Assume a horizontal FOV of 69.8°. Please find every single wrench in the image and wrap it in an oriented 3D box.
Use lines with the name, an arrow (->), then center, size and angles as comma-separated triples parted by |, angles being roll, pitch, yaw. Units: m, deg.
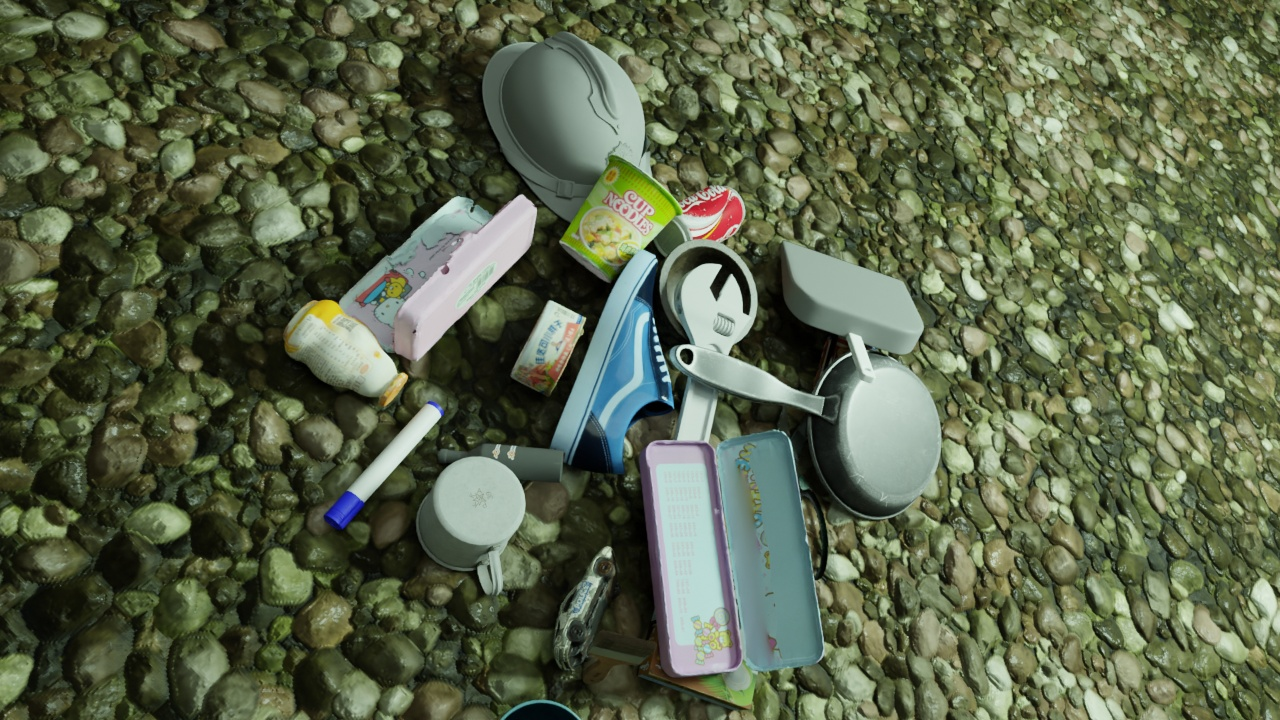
wrench -> 0.053, 0.028, 0.936 | 0.086, 0.018, 0.272 | 22, 71, -21

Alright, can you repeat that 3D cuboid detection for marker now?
marker -> -0.224, 0.091, 0.812 | 0.020, 0.020, 0.141 | 38, 55, -2

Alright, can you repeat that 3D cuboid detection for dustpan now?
dustpan -> 0.240, -0.051, 1.033 | 0.163, 0.033, 0.257 | 18, 27, -6

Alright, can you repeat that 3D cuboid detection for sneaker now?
sneaker -> -0.006, 0.006, 0.915 | 0.098, 0.084, 0.240 | 20, 65, 0

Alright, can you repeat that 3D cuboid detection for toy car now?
toy car -> -0.050, 0.217, 0.810 | 0.040, 0.048, 0.112 | 13, 52, 19

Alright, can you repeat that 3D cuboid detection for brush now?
brush -> -0.027, 0.245, 0.743 | 0.045, 0.143, 0.008 | 15, 57, -7

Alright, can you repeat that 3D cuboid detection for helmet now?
helmet -> -0.062, -0.284, 1.030 | 0.183, 0.118, 0.271 | -23, 77, -32

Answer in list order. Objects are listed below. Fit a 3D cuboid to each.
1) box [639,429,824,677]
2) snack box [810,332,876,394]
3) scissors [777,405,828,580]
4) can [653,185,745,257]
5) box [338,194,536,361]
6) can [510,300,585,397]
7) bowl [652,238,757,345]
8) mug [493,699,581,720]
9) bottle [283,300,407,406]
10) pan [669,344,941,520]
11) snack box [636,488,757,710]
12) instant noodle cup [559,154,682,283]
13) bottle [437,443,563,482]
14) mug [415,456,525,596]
box -> 0.081, 0.173, 0.833 | 0.150, 0.049, 0.214 | -5, 70, -2
snack box -> 0.242, -0.004, 1.070 | 0.051, 0.032, 0.140 | 28, 55, -8
scissors -> 0.167, 0.138, 0.968 | 0.146, 0.015, 0.209 | 35, 56, 0
can -> 0.068, -0.159, 1.054 | 0.104, 0.064, 0.064 | -33, 80, -34
box -> -0.198, -0.099, 0.896 | 0.102, 0.087, 0.201 | 31, 55, 9
can -> -0.089, -0.012, 0.890 | 0.043, 0.086, 0.086 | 27, 56, -8
bowl -> 0.062, -0.066, 1.003 | 0.121, 0.056, 0.121 | 6, 77, -25
mug -> -0.076, 0.313, 0.707 | 0.113, 0.108, 0.083 | 7, 59, -21
bottle -> -0.262, -0.004, 0.822 | 0.109, 0.063, 0.063 | 37, 55, -5
pan -> 0.189, 0.050, 0.969 | 0.356, 0.055, 0.187 | 23, 71, -26
snack box -> 0.071, 0.217, 0.859 | 0.101, 0.032, 0.185 | 23, 63, -12
instant noodle cup -> -0.026, -0.145, 0.972 | 0.099, 0.099, 0.108 | 38, 87, -2
bottle -> -0.128, 0.092, 0.838 | 0.113, 0.030, 0.030 | 5, 60, 0
mug -> -0.140, 0.145, 0.791 | 0.084, 0.071, 0.113 | -16, 69, -31
